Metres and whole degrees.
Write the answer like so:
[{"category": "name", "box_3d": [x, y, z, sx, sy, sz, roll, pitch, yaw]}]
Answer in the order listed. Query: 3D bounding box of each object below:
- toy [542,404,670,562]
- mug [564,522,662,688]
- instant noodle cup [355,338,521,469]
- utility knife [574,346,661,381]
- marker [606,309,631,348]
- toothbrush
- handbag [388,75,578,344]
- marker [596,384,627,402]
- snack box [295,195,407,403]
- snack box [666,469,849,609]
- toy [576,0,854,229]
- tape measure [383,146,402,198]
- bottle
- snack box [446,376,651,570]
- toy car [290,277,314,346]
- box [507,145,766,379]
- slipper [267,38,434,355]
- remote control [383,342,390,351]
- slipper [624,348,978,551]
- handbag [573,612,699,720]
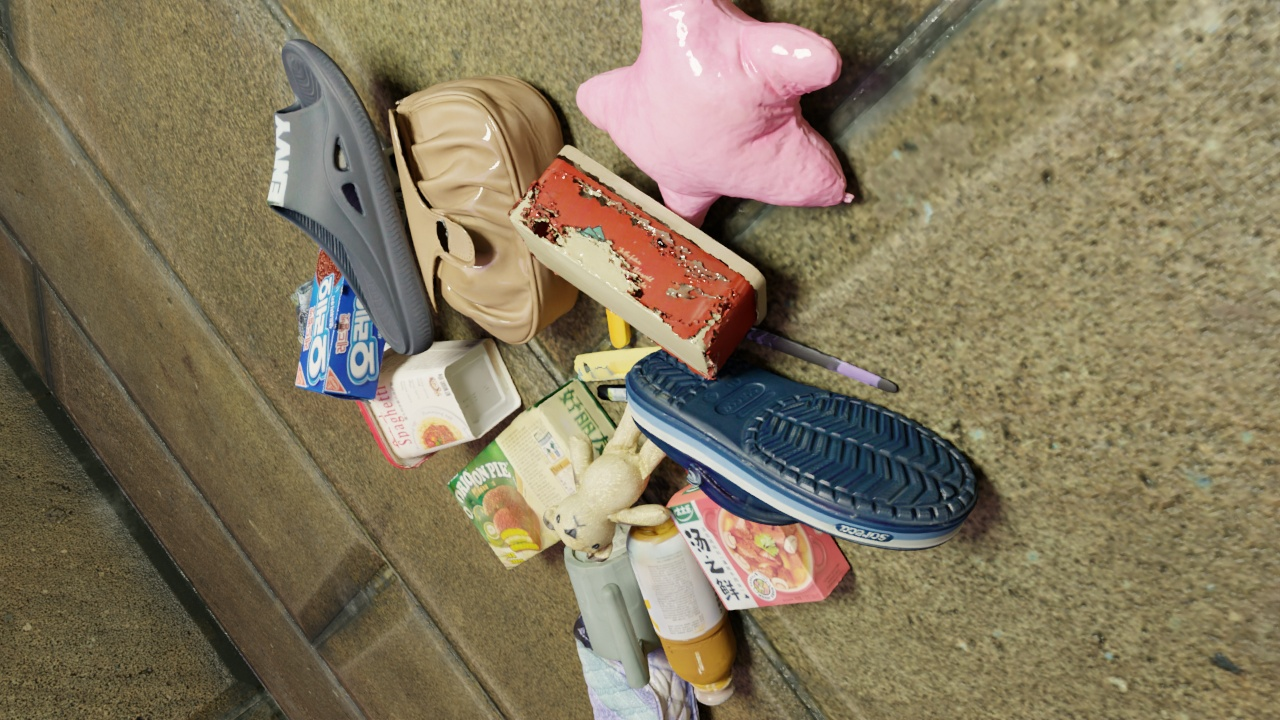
[{"category": "toy", "box_3d": [-0.017, 0.090, 0.730, 0.105, 0.066, 0.157, 36, 108, 10]}, {"category": "mug", "box_3d": [-0.018, 0.219, 0.839, 0.124, 0.083, 0.103, -107, 1, -71]}, {"category": "instant noodle cup", "box_3d": [-0.195, 0.034, 0.895, 0.124, 0.116, 0.116, -11, 109, 37]}, {"category": "utility knife", "box_3d": [-0.004, 0.004, 0.746, 0.152, 0.018, 0.031, -3, 109, 52]}, {"category": "marker", "box_3d": [-0.021, -0.067, 0.709, 0.018, 0.015, 0.124, 15, 125, 37]}, {"category": "toothbrush", "box_3d": [0.088, -0.014, 0.632, 0.189, 0.016, 0.014, 24, 133, 31]}, {"category": "handbag", "box_3d": [-0.126, -0.113, 0.713, 0.148, 0.099, 0.205, 18, 129, 33]}, {"category": "marker", "box_3d": [0.004, 0.027, 0.752, 0.124, 0.015, 0.018, -1, 123, 50]}, {"category": "snack box", "box_3d": [-0.261, -0.068, 0.839, 0.058, 0.057, 0.207, 7, 87, 43]}, {"category": "snack box", "box_3d": [0.082, 0.128, 0.718, 0.113, 0.044, 0.127, -27, 96, 52]}, {"category": "toy", "box_3d": [0.045, -0.138, 0.541, 0.178, 0.074, 0.195, 36, 152, 0]}, {"category": "tape measure", "box_3d": [-0.198, -0.164, 0.780, 0.066, 0.065, 0.033, -20, 98, 51]}, {"category": "bottle", "box_3d": [0.042, 0.220, 0.808, 0.068, 0.067, 0.190, 4, 120, 45]}, {"category": "snack box", "box_3d": [-0.096, 0.116, 0.882, 0.114, 0.063, 0.241, 53, 142, 3]}, {"category": "toy car", "box_3d": [-0.370, -0.050, 1.059, 0.031, 0.048, 0.106, 38, 140, 25]}, {"category": "box", "box_3d": [-0.006, -0.058, 0.613, 0.168, 0.079, 0.091, 35, 171, 17]}, {"category": "slipper", "box_3d": [-0.246, -0.120, 0.740, 0.111, 0.083, 0.268, 10, 121, 56]}, {"category": "remote control", "box_3d": [-0.301, -0.028, 1.026, 0.056, 0.020, 0.136, -18, 103, 50]}, {"category": "slipper", "box_3d": [0.091, 0.069, 0.617, 0.253, 0.104, 0.095, 24, 134, 32]}, {"category": "handbag", "box_3d": [0.000, 0.354, 0.948, 0.134, 0.075, 0.194, 21, 130, 41]}]
